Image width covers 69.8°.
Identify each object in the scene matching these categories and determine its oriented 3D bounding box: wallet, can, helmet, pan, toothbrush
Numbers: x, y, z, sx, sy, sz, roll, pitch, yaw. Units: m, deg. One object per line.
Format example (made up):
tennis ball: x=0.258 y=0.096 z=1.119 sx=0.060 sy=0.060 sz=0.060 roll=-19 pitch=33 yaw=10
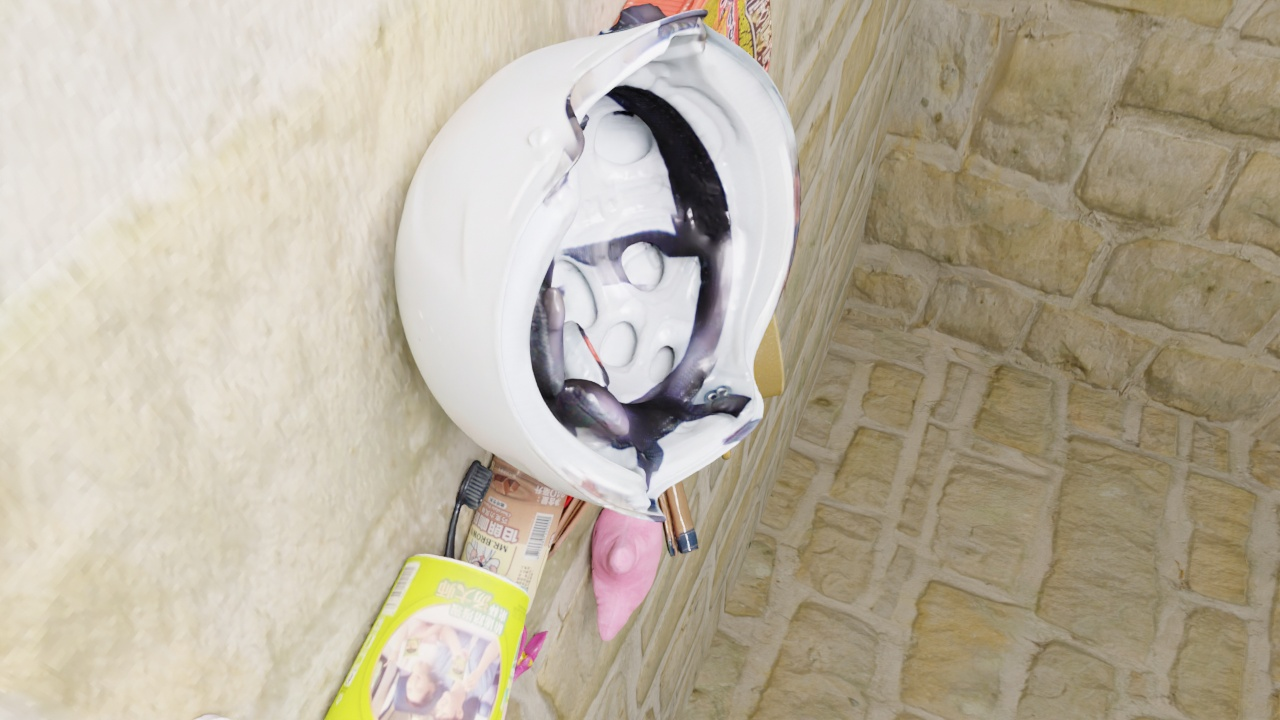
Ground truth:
wallet: x=-0.061 y=0.127 z=0.769 sx=0.115 sy=0.020 sz=0.101 roll=-55 pitch=-176 yaw=-39
can: x=-0.091 y=0.124 z=0.649 sx=0.058 sy=0.058 sz=0.116 roll=9 pitch=99 yaw=-75
helmet: x=-0.026 y=-0.053 z=0.472 sx=0.257 sy=0.146 sz=0.229 roll=-52 pitch=138 yaw=-43
wallet: x=0.034 y=0.154 z=1.007 sx=0.090 sy=0.033 sz=0.115 roll=118 pitch=-40 yaw=-81
pan: x=0.120 y=0.006 z=1.118 sx=0.358 sy=0.078 sz=0.197 roll=77 pitch=3 yaw=-47
toothbrush: x=-0.135 y=0.157 z=0.617 sx=0.014 sy=0.018 sz=0.189 roll=-3 pitch=112 yaw=-76

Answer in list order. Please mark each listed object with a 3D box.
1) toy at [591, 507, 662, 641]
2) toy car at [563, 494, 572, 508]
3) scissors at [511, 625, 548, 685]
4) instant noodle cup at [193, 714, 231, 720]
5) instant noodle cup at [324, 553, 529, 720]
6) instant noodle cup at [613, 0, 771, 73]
toy: x=-0.014 y=0.201 z=1.000 sx=0.178 sy=0.074 sz=0.195 roll=-73 pitch=173 yaw=-46
toy car: x=-0.058 y=0.070 z=0.705 sx=0.120 sy=0.045 sz=0.053 roll=-62 pitch=170 yaw=5
scissors: x=-0.120 y=0.290 z=0.836 sx=0.133 sy=0.017 sz=0.131 roll=-51 pitch=158 yaw=-43
instant noodle cup: x=-0.208 y=0.263 z=0.404 sx=0.137 sy=0.060 sz=0.174 roll=-48 pitch=154 yaw=-57
instant noodle cup: x=-0.121 y=0.185 z=0.545 sx=0.112 sy=0.112 sz=0.123 roll=79 pitch=25 yaw=-61
instant noodle cup: x=0.032 y=-0.206 z=0.650 sx=0.165 sy=0.079 sz=0.188 roll=77 pitch=34 yaw=-63
